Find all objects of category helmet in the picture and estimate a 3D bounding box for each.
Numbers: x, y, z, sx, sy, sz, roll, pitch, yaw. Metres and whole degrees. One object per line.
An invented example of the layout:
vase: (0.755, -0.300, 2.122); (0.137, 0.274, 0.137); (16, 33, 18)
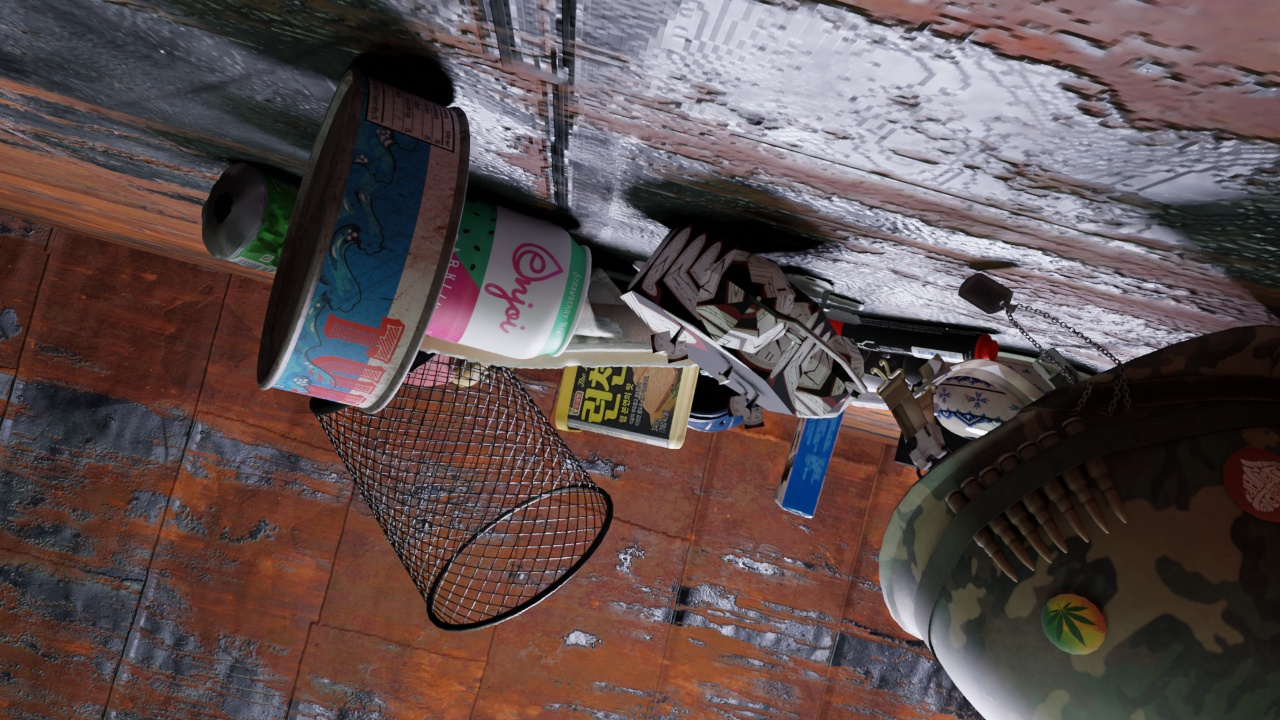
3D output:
helmet: (0.218, 0.071, 0.441); (0.192, 0.225, 0.236); (10, -155, -34)

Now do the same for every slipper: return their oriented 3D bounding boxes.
slipper: (-0.034, -0.033, 0.674); (0.272, 0.054, 0.114); (3, -159, -3)
slipper: (0.069, 0.024, 0.956); (0.095, 0.105, 0.252); (21, 179, 39)

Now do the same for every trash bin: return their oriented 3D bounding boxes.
trash bin: (-0.153, 0.082, 0.765); (0.184, 0.183, 0.210); (9, 132, 61)

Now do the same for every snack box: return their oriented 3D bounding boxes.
snack box: (0.163, 0.065, 0.849); (0.033, 0.154, 0.088); (17, 177, 6)

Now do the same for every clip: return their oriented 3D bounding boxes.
clip: (0.096, -0.041, 0.561); (0.101, 0.041, 0.054); (14, -165, -7)

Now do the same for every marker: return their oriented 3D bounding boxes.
marker: (0.168, -0.014, 0.619); (0.145, 0.023, 0.021); (11, -161, 44)

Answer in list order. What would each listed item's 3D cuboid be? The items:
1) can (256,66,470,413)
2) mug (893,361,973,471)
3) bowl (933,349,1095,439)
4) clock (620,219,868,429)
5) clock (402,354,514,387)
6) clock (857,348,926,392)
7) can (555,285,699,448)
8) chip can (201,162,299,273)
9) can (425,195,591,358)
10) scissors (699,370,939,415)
can: (-0.113, -0.047, 0.368); (0.044, 0.130, 0.130); (16, 177, -27)
mug: (0.250, 0.048, 0.754); (0.078, 0.088, 0.113); (12, 176, 42)
bowl: (0.265, 0.032, 0.663); (0.115, 0.059, 0.115); (14, 177, 1)
clock: (0.052, -0.010, 0.475); (0.114, 0.065, 0.155); (40, 174, -30)
clock: (-0.194, -0.028, 0.891); (0.159, 0.116, 0.081); (21, 137, -12)
clock: (0.171, 0.003, 0.721); (0.091, 0.043, 0.123); (15, 177, -12)
can: (-0.005, 0.005, 0.777); (0.101, 0.130, 0.072); (11, 176, 11)
chip can: (-0.236, -0.086, 0.734); (0.075, 0.075, 0.223); (12, 175, 32)
can: (-0.120, -0.059, 0.558); (0.165, 0.088, 0.088); (15, 177, -18)
scissors: (0.136, 0.023, 0.663); (0.168, 0.014, 0.170); (7, 175, 31)
